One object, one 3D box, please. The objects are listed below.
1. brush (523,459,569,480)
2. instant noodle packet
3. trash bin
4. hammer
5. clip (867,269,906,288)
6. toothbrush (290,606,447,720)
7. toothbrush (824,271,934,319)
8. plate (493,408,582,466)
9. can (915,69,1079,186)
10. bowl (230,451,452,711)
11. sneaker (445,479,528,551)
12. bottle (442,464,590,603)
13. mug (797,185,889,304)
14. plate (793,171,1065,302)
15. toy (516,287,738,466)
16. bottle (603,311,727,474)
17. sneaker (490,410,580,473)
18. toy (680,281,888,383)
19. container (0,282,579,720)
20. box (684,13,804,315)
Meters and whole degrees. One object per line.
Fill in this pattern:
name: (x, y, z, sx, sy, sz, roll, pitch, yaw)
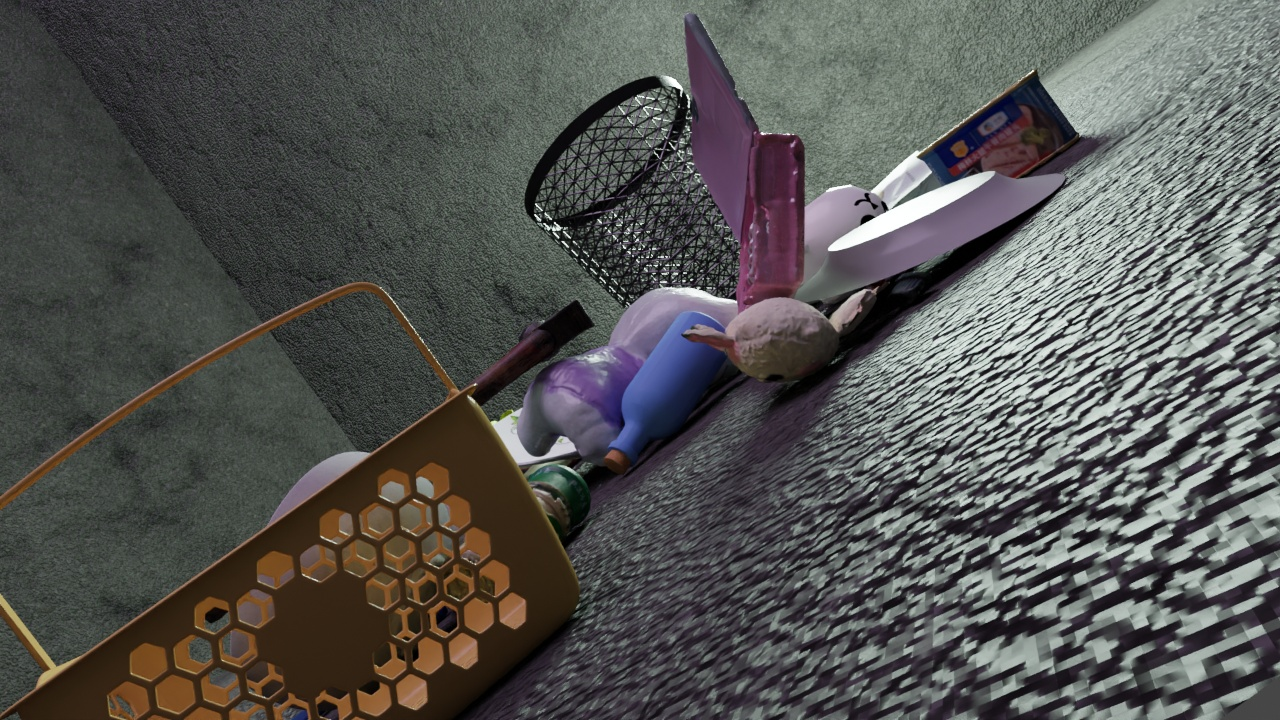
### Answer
brush: (-0.096, 0.105, 0.875, 0.077, 0.062, 0.271, -5, 10, 26)
instant noodle packet: (0.163, -0.088, 0.857, 0.270, 0.057, 0.146, -37, -7, 19)
trash bin: (0.035, -0.136, 0.984, 0.216, 0.243, 0.217, -37, -13, -10)
hammer: (-0.167, 0.063, 0.650, 0.329, 0.033, 0.120, -40, 6, -24)
clip: (0.178, -0.072, 0.633, 0.057, 0.022, 0.035, -35, -3, -44)
toothbrush: (-0.194, 0.204, 0.542, 0.189, 0.017, 0.016, -37, 1, -27)
toothbrush: (0.123, -0.026, 0.559, 0.017, 0.014, 0.188, -45, 3, -16)
plate: (-0.041, 0.058, 0.840, 0.229, 0.030, 0.229, -18, 13, 4)
can: (0.265, -0.161, 0.683, 0.100, 0.059, 0.053, -35, 2, 32)
bowl: (-0.142, 0.118, 0.478, 0.131, 0.064, 0.132, 18, -91, -77)
sneaker: (-0.107, 0.103, 0.646, 0.079, 0.087, 0.235, 3, 2, -12)
bottle: (-0.068, 0.097, 0.511, 0.043, 0.042, 0.109, -35, 2, 29)
mug: (0.149, -0.088, 0.724, 0.123, 0.076, 0.090, -37, 2, -38)
plate: (0.170, -0.084, 0.568, 0.173, 0.019, 0.172, -27, 7, 4)
toy: (-0.004, 0.004, 0.749, 0.208, 0.085, 0.138, -36, 21, -34)
bottle: (0.015, 0.026, 0.652, 0.130, 0.048, 0.048, -55, 10, -28)
sneaker: (-0.117, 0.090, 0.996, 0.241, 0.091, 0.117, -36, -1, -42)
toy: (0.078, -0.013, 0.490, 0.112, 0.050, 0.087, -3, -2, 2)
container: (-0.138, 0.075, 0.358, 0.183, 0.167, 0.129, -36, 1, -17)
box: (0.073, -0.103, 0.615, 0.055, 0.180, 0.233, -13, -9, 2)
